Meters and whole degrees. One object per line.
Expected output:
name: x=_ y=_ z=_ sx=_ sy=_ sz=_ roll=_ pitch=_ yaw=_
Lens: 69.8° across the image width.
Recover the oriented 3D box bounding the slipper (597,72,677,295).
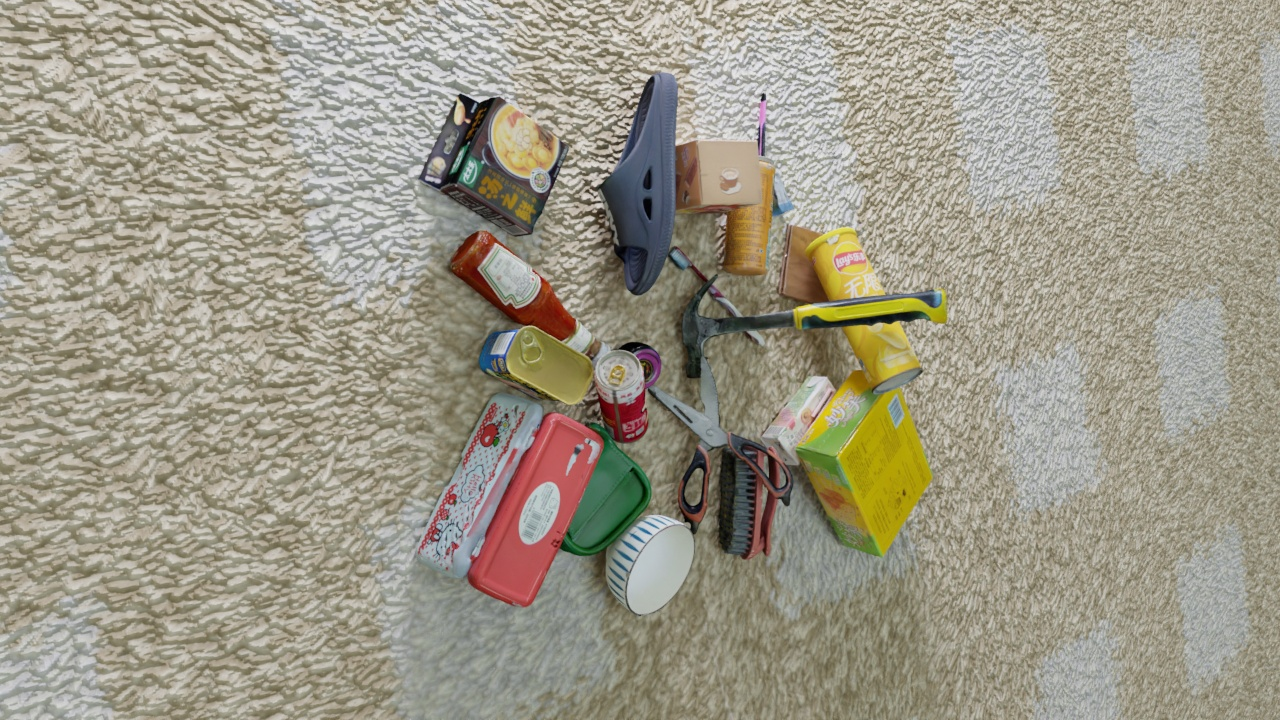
slipper: x=-0.011 y=-0.207 z=1.061 sx=0.083 sy=0.111 sz=0.268 roll=8 pitch=81 yaw=-16

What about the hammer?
hammer: x=0.211 y=-0.056 z=1.130 sx=0.323 sy=0.032 sz=0.126 roll=-6 pitch=93 yaw=5

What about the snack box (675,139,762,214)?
snack box: x=0.081 y=-0.221 z=1.113 sx=0.092 sy=0.094 sz=0.077 roll=-7 pitch=94 yaw=-32

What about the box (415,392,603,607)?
box: x=-0.138 y=0.141 z=0.961 sx=0.154 sy=0.074 sz=0.201 roll=22 pitch=74 yaw=8

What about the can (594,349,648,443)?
can: x=-0.020 y=0.042 z=1.026 sx=0.053 sy=0.133 sz=0.053 roll=-2 pitch=60 yaw=3

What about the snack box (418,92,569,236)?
snack box: x=-0.156 y=-0.213 z=0.995 sx=0.125 sy=0.053 sz=0.113 roll=30 pitch=75 yaw=-34

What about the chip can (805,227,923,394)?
chip can: x=0.288 y=-0.065 z=1.187 sx=0.072 sy=0.072 sz=0.213 roll=-10 pitch=68 yaw=-32

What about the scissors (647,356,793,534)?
scissors: x=0.097 y=0.107 z=1.127 sx=0.189 sy=0.015 sz=0.225 roll=5 pitch=93 yaw=0

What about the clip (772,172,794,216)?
clip: x=0.184 y=-0.223 z=1.222 sx=0.026 sy=0.043 sz=0.058 roll=-15 pitch=90 yaw=-29

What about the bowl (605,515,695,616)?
bowl: x=0.002 y=0.231 z=1.073 sx=0.116 sy=0.066 sz=0.117 roll=-25 pitch=126 yaw=-39

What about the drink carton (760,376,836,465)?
drink carton: x=0.220 y=0.080 z=1.231 sx=0.122 sy=0.046 sz=0.053 roll=-47 pitch=113 yaw=-23

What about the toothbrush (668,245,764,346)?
toothbrush: x=0.099 y=-0.077 z=1.172 sx=0.187 sy=0.016 sz=0.017 roll=44 pitch=76 yaw=-24

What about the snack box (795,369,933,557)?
snack box: x=0.308 y=0.140 z=1.244 sx=0.157 sy=0.070 sz=0.210 roll=-48 pitch=128 yaw=-25

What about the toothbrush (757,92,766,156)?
toothbrush: x=0.160 y=-0.260 z=1.211 sx=0.017 sy=0.014 sz=0.189 roll=6 pitch=87 yaw=-42

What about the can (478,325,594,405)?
can: x=-0.115 y=0.006 z=0.998 sx=0.102 sy=0.083 sz=0.057 roll=30 pitch=74 yaw=-28

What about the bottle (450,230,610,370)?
bottle: x=-0.115 y=-0.060 z=1.012 sx=0.206 sy=0.060 sz=0.059 roll=40 pitch=70 yaw=-26

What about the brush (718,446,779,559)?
brush: x=0.141 y=0.182 z=1.172 sx=0.069 sy=0.063 sz=0.146 roll=3 pitch=90 yaw=-18

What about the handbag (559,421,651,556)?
handbag: x=-0.061 y=0.150 z=1.048 sx=0.131 sy=0.068 sz=0.120 roll=-40 pitch=101 yaw=-24

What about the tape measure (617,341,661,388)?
tape measure: x=-0.007 y=0.006 z=1.092 sx=0.057 sy=0.039 sz=0.057 roll=-28 pitch=115 yaw=-23

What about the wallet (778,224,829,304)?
wallet: x=0.242 y=-0.126 z=1.261 sx=0.115 sy=0.020 sz=0.101 roll=11 pitch=83 yaw=-29

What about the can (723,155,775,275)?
can: x=0.139 y=-0.183 z=1.171 sx=0.058 sy=0.058 sz=0.146 roll=6 pitch=87 yaw=-32
